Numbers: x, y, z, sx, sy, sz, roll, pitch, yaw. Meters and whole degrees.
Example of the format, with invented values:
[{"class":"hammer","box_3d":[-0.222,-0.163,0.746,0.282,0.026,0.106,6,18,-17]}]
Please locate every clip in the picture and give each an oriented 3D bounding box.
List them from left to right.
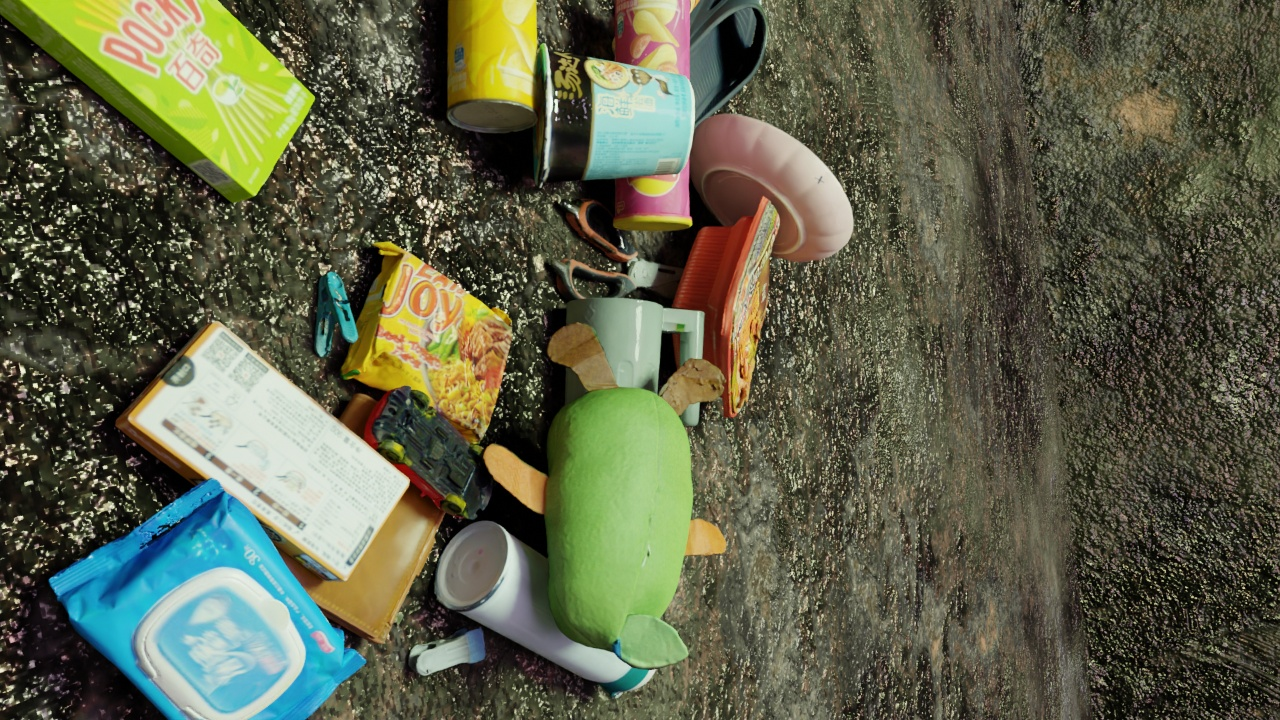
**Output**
[{"class":"clip","box_3d":[-0.198,-0.032,0.592,0.013,0.033,0.054,14,62,-55]},{"class":"clip","box_3d":[-0.139,0.208,0.651,0.058,0.042,0.026,-3,90,-52]}]

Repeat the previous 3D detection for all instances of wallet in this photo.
[{"class":"wallet","box_3d":[-0.172,0.107,0.600,0.119,0.035,0.130,49,48,-37]}]

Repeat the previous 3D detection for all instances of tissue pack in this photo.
[{"class":"tissue pack","box_3d":[-0.221,0.146,0.487,0.094,0.052,0.157,-37,119,-21]}]

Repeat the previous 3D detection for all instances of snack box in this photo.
[{"class":"snack box","box_3d":[-0.264,-0.172,0.512,0.156,0.026,0.085,47,49,-40]},{"class":"snack box","box_3d":[-0.212,0.055,0.532,0.154,0.026,0.075,47,50,-25]}]

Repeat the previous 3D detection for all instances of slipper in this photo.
[{"class":"slipper","box_3d":[0.090,-0.324,0.967,0.267,0.083,0.111,-59,146,-36]}]

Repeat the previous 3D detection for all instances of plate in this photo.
[{"class":"plate","box_3d":[0.121,-0.163,0.927,0.039,0.193,0.192,-52,130,-17]}]

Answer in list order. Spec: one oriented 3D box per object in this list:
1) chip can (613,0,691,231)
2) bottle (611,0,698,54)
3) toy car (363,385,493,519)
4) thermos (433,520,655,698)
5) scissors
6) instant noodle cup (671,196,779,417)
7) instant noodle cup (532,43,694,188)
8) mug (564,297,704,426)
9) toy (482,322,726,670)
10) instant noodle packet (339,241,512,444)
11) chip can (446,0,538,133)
[{"class":"chip can","box_3d":[0.011,-0.225,0.821,0.071,0.072,0.210,-3,93,-55]},{"class":"bottle","box_3d":[0.011,-0.335,0.893,0.067,0.067,0.149,48,56,-40]},{"class":"toy car","box_3d":[-0.137,0.064,0.606,0.106,0.031,0.049,49,45,-35]},{"class":"thermos","box_3d":[-0.060,0.199,0.718,0.224,0.073,0.073,45,51,-42]},{"class":"scissors","box_3d":[-0.010,-0.096,0.868,0.201,0.015,0.206,-55,129,-42]},{"class":"instant noodle cup","box_3d":[0.084,-0.052,0.909,0.189,0.079,0.164,79,27,-55]},{"class":"instant noodle cup","box_3d":[-0.023,-0.194,0.737,0.120,0.111,0.111,0,85,-11]},{"class":"mug","box_3d":[-0.005,0.005,0.786,0.124,0.084,0.103,4,84,-17]},{"class":"toy","box_3d":[-0.016,0.098,0.681,0.226,0.090,0.246,22,62,-28]},{"class":"instant noodle packet","box_3d":[-0.147,-0.013,0.645,0.128,0.044,0.110,38,52,-46]},{"class":"chip can","box_3d":[-0.113,-0.287,0.700,0.072,0.072,0.213,5,83,-54]}]
